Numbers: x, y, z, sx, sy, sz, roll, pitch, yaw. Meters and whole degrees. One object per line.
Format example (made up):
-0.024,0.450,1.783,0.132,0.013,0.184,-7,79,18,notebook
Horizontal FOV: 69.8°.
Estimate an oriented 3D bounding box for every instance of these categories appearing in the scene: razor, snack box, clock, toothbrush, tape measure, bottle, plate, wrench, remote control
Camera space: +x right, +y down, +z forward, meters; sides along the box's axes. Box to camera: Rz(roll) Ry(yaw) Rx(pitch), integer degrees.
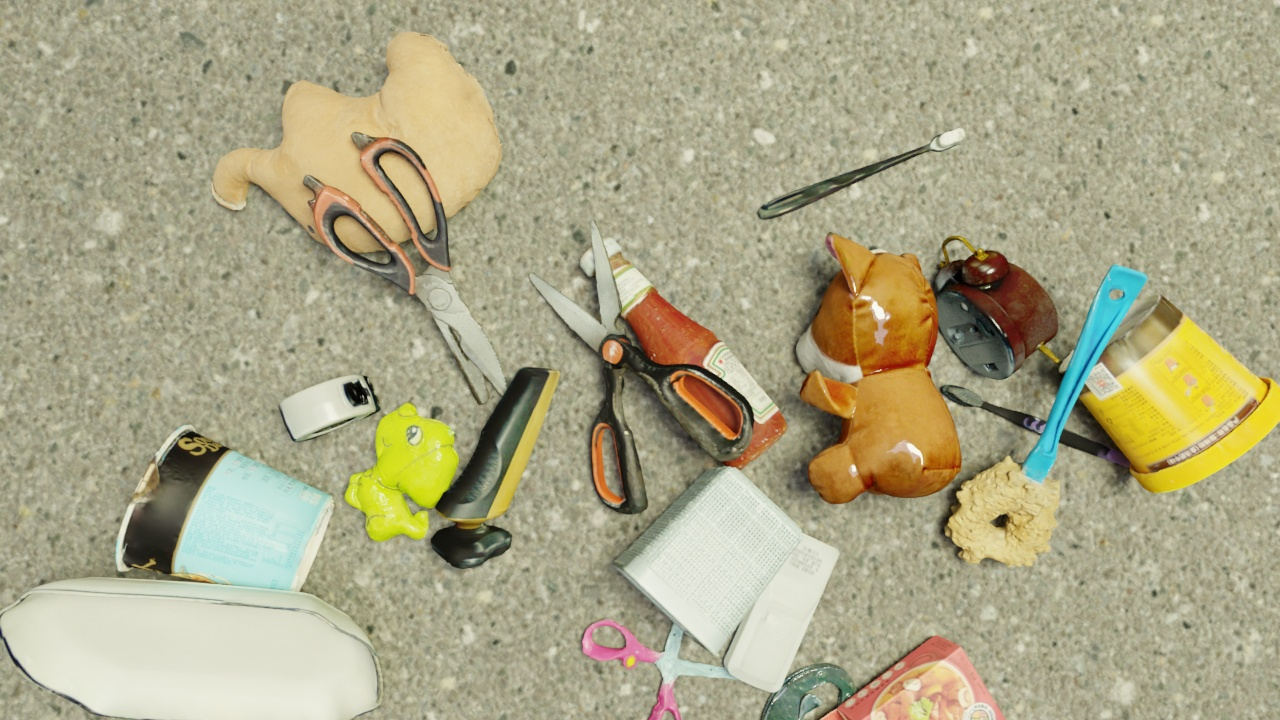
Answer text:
-0.106,0.080,0.709,0.067,0.062,0.167,29,81,-32,razor
0.217,0.298,0.708,0.127,0.044,0.113,-33,94,-8,snack box
0.269,-0.043,0.712,0.055,0.082,0.122,-34,91,-8,clock
0.332,0.056,0.745,0.189,0.017,0.014,21,87,-3,toothbrush
-0.236,0.035,0.693,0.065,0.066,0.033,-24,88,-3,tape measure
0.028,-0.008,0.712,0.059,0.060,0.206,-39,84,-4,bottle
-0.318,0.208,0.667,0.266,0.034,0.162,4,129,-1,plate
0.070,0.347,0.722,0.056,0.016,0.273,41,86,0,wrench
0.180,-0.152,0.745,0.181,0.018,0.015,-22,92,-2,toothbrush
0.111,0.197,0.724,0.049,0.024,0.125,25,85,-7,remote control

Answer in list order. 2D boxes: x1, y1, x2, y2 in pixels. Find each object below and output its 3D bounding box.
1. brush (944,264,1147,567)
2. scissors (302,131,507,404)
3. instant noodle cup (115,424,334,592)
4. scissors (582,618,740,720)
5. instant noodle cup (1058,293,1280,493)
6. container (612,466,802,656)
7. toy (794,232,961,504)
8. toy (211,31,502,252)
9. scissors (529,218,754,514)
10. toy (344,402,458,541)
0.307,0.049,0.687,0.083,0.045,0.255,21,110,9,brush
-0.170,-0.057,0.686,0.198,0.015,0.205,12,111,-11,scissors
-0.296,0.119,0.673,0.120,0.111,0.111,21,87,-8,instant noodle cup
0.017,0.245,0.724,0.133,0.017,0.134,11,83,-6,scissors
0.398,0.021,0.702,0.118,0.118,0.114,-41,83,-4,instant noodle cup
0.052,0.144,0.689,0.090,0.090,0.111,43,79,-1,container
0.177,0.006,0.698,0.131,0.140,0.199,-3,86,39,toy
-0.216,-0.148,0.698,0.226,0.082,0.143,-25,92,2,toy
-0.012,0.015,0.695,0.221,0.021,0.228,23,111,28,scissors
-0.181,0.089,0.712,0.100,0.031,0.096,-32,90,1,toy
